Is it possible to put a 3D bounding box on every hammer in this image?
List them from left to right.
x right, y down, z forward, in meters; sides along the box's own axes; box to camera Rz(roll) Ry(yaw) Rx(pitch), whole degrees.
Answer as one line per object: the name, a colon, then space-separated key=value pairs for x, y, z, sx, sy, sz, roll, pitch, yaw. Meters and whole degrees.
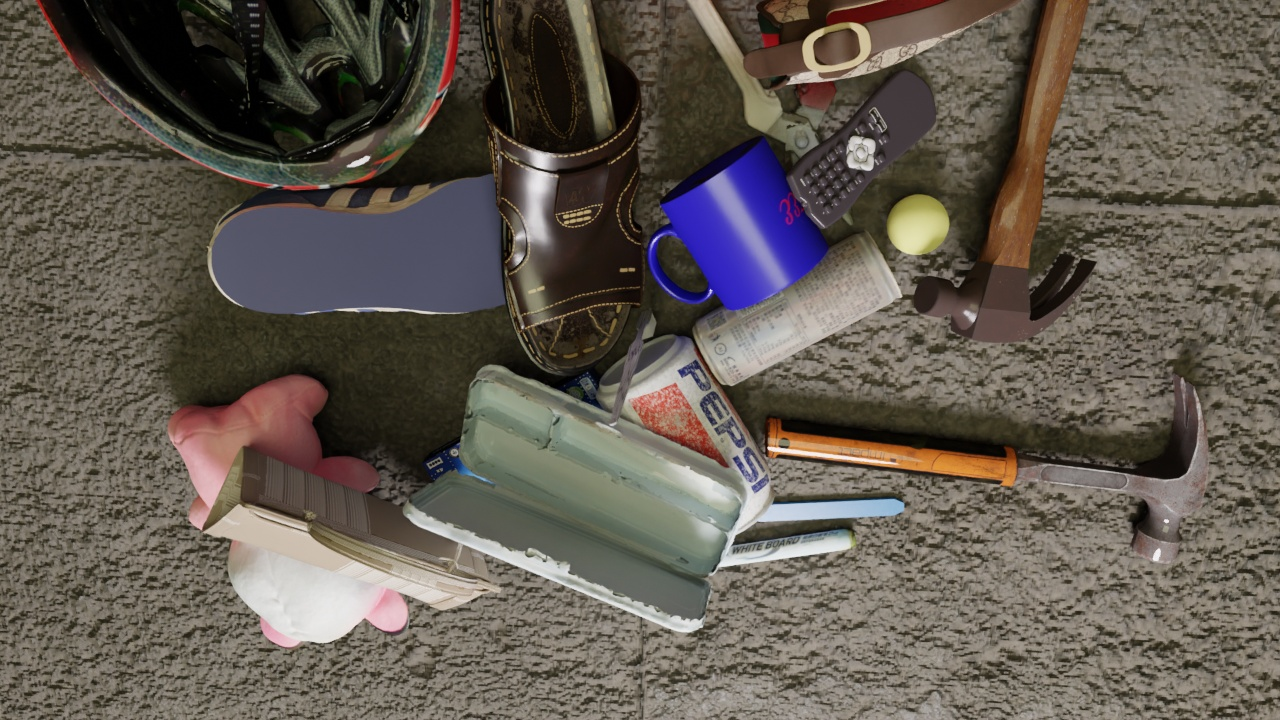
hammer: x=0.249 y=0.063 z=0.667 sx=0.314 sy=0.035 sz=0.138 roll=7 pitch=109 yaw=1
hammer: x=0.256 y=-0.169 z=0.577 sx=0.115 sy=0.033 sz=0.323 roll=3 pitch=104 yaw=-20

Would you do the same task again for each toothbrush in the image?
toothbrush: x=-0.003 y=0.003 z=0.582 sx=0.010 sy=0.181 sz=0.010 roll=-19 pitch=109 yaw=14
toothbrush: x=0.118 y=0.117 z=0.702 sx=0.167 sy=0.014 sz=0.016 roll=-3 pitch=108 yaw=4

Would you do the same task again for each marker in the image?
marker: x=0.093 y=0.148 z=0.713 sx=0.146 sy=0.017 sz=0.017 roll=-10 pitch=108 yaw=6

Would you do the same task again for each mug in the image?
mug: x=0.055 y=-0.083 z=0.607 sx=0.111 sy=0.079 sz=0.083 roll=-28 pitch=105 yaw=24

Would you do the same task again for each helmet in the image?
helmet: x=-0.216 y=-0.226 z=0.522 sx=0.217 sy=0.167 sz=0.272 roll=-29 pitch=99 yaw=0

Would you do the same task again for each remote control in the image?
remote control: x=0.145 y=-0.138 z=0.587 sx=0.124 sy=0.009 sz=0.046 roll=-43 pitch=109 yaw=-14

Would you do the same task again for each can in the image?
can: x=0.034 y=0.055 z=0.652 sx=0.078 sy=0.078 sz=0.136 roll=-30 pitch=105 yaw=12
can: x=0.105 y=-0.034 z=0.631 sx=0.136 sy=0.054 sz=0.054 roll=-29 pitch=105 yaw=11

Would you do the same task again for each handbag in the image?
handbag: x=-0.166 y=0.118 z=0.572 sx=0.175 sy=0.198 sz=0.062 roll=27 pitch=76 yaw=-25
handbag: x=0.143 y=-0.198 z=0.521 sx=0.166 sy=0.138 sz=0.063 roll=-21 pitch=109 yaw=-11

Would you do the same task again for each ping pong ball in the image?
ping pong ball: x=0.186 y=-0.091 z=0.614 sx=0.040 sy=0.040 sz=0.040 roll=1 pitch=108 yaw=3

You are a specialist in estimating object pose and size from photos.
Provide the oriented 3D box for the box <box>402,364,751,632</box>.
box: x=-0.046 y=0.106 z=0.594 sx=0.215 sy=0.124 sz=0.107 roll=22 pitch=129 yaw=12

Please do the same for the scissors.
scissors: x=0.093 y=-0.185 z=0.602 sx=0.179 sy=0.015 sz=0.188 roll=25 pitch=108 yaw=-7

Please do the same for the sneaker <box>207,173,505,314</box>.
sneaker: x=-0.175 y=-0.078 z=0.629 sx=0.232 sy=0.118 sz=0.091 roll=-13 pitch=106 yaw=-29

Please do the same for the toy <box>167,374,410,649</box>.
toy: x=-0.264 y=0.122 z=0.688 sx=0.142 sy=0.084 sz=0.213 roll=-16 pitch=104 yaw=8

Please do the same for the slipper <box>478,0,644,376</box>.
slipper: x=-0.046 y=-0.120 z=0.582 sx=0.112 sy=0.076 sz=0.268 roll=-12 pitch=105 yaw=-25

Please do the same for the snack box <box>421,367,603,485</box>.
snack box: x=-0.080 y=0.073 z=0.691 sx=0.150 sy=0.027 sz=0.082 roll=-29 pitch=104 yaw=13
